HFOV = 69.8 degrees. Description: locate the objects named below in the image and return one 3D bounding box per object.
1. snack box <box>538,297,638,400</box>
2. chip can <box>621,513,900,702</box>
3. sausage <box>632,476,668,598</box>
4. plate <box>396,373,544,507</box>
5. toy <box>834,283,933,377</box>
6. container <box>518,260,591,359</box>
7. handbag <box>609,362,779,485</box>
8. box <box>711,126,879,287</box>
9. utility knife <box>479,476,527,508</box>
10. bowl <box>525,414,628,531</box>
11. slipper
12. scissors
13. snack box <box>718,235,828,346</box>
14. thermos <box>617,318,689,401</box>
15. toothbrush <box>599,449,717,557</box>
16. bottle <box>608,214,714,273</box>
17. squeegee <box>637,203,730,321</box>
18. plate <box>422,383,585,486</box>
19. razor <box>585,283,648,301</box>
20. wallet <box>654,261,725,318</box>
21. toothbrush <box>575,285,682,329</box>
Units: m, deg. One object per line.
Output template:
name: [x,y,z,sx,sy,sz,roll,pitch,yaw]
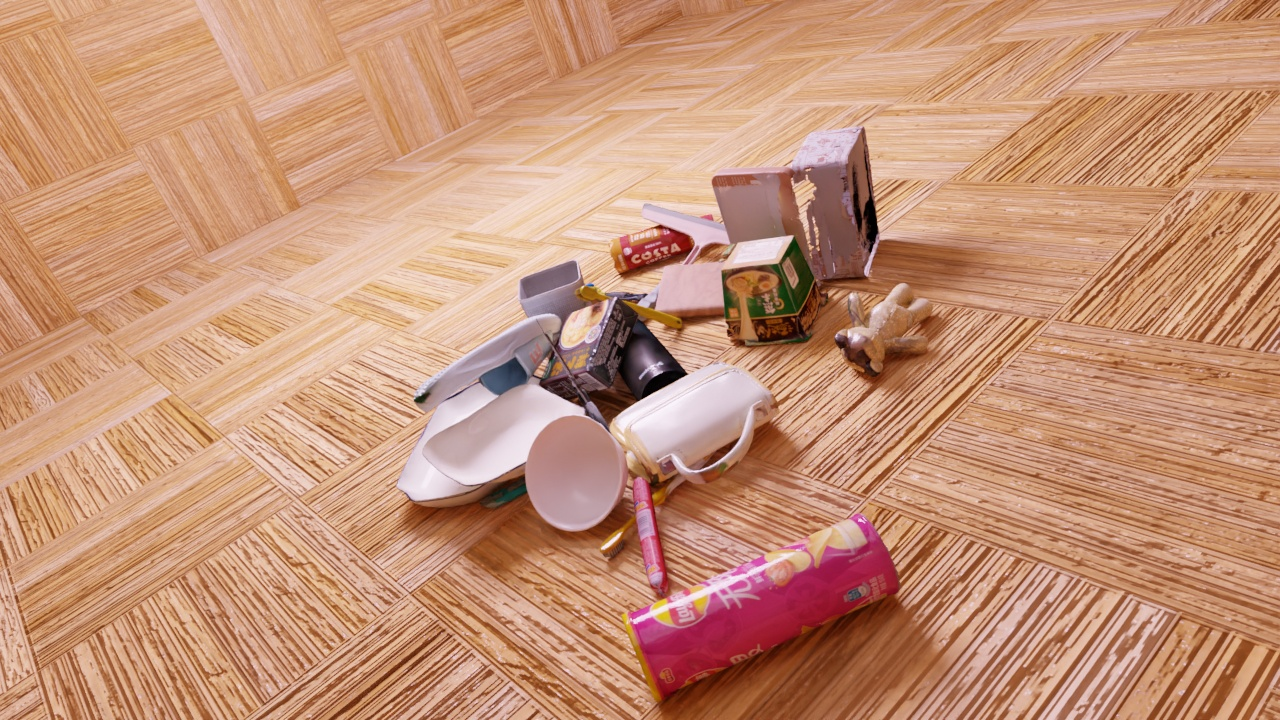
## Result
snack box: [-0.069,-0.009,1.155,0.126,0.053,0.113,-16,45,46]
chip can: [0.095,0.193,0.727,0.210,0.071,0.071,-23,27,-5]
sausage: [0.008,0.165,0.875,0.020,0.020,0.155,-18,36,4]
plate: [-0.200,0.099,1.141,0.162,0.034,0.265,-13,28,13]
toy: [0.281,-0.039,1.051,0.105,0.066,0.156,43,52,13]
container: [-0.109,-0.065,1.292,0.090,0.114,0.090,-19,27,3]
handbag: [0.065,0.069,0.963,0.163,0.063,0.179,-28,20,-13]
box: [0.211,-0.200,1.258,0.193,0.183,0.156,-1,32,28]
utility knife: [-0.111,0.130,1.047,0.157,0.013,0.029,-27,29,-12]
bowl: [-0.055,0.117,0.961,0.118,0.118,0.064,-4,-8,28]
slipper: [-0.177,0.010,1.147,0.104,0.074,0.244,-28,5,43]
scissors: [-0.072,0.032,1.051,0.014,0.175,0.159,-33,72,-5]
snack box: [0.164,-0.094,1.169,0.118,0.106,0.118,-4,32,27]
thermos: [-0.007,0.007,1.157,0.090,0.068,0.242,-45,26,3]
toothbrush: [0.024,0.140,0.939,0.016,0.018,0.190,11,38,42]
bottle: [0.038,-0.193,1.490,0.175,0.057,0.057,-17,27,6]
squeegee: [0.049,-0.127,1.379,0.248,0.040,0.248,21,52,26]
plate: [-0.153,0.092,1.044,0.163,0.034,0.164,-33,30,-25]
razor: [-0.042,-0.101,1.416,0.143,0.022,0.042,11,18,37]
wallet: [0.076,-0.101,1.304,0.101,0.020,0.115,-4,43,13]
toothbrush: [-0.012,-0.068,1.204,0.017,0.190,0.015,-15,69,41]
